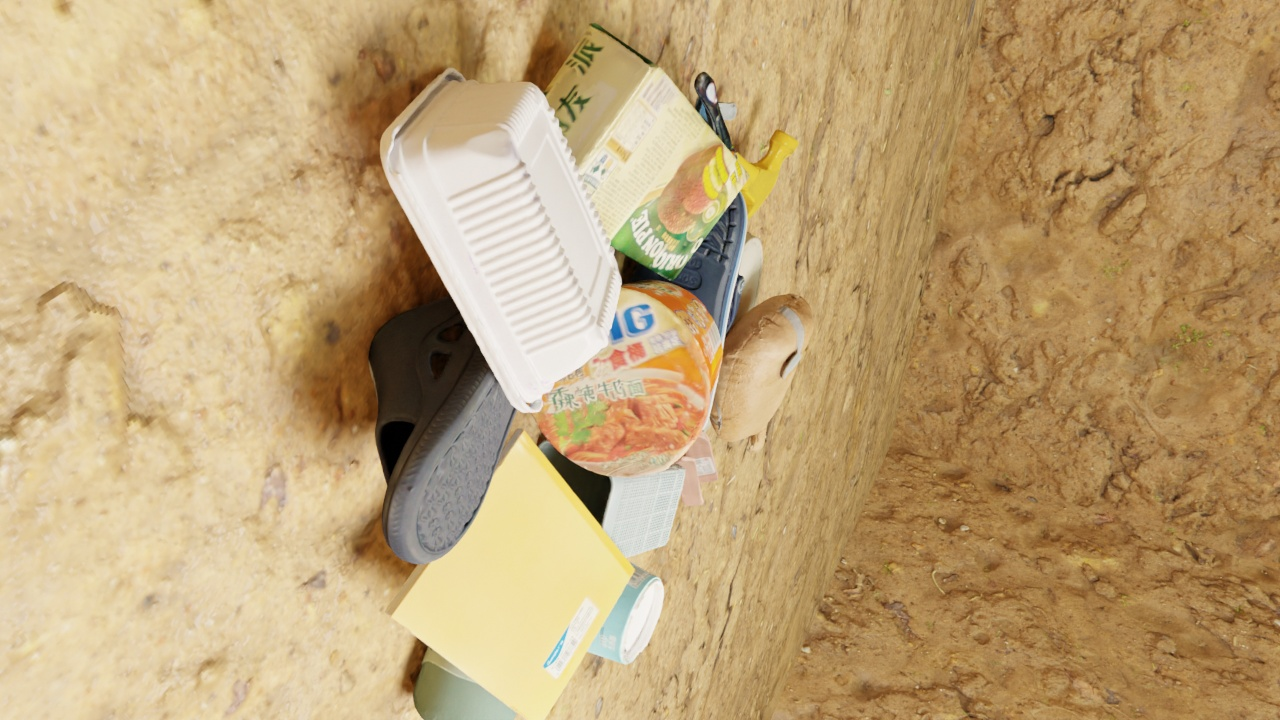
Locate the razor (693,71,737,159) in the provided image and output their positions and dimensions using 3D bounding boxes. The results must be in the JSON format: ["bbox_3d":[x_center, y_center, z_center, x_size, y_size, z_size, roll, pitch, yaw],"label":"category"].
[{"bbox_3d":[0.067,-0.199,0.794,0.042,0.022,0.143,-52,156,-11],"label":"razor"}]

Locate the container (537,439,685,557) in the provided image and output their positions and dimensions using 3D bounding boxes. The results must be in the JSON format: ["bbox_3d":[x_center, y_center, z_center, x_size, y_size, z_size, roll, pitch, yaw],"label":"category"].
[{"bbox_3d":[-0.027,0.119,0.796,0.111,0.090,0.090,1,107,-50],"label":"container"}]

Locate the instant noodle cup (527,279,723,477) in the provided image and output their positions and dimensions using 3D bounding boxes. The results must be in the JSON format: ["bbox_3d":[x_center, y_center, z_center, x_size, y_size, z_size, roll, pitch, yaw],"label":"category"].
[{"bbox_3d":[-0.004,0.004,0.739,0.111,0.151,0.151,-42,144,-66],"label":"instant noodle cup"}]

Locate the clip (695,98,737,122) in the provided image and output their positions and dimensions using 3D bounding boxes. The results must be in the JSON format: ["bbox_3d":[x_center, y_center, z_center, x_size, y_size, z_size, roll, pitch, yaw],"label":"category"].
[{"bbox_3d":[0.069,-0.242,0.887,0.056,0.028,0.024,-24,126,-51],"label":"clip"}]

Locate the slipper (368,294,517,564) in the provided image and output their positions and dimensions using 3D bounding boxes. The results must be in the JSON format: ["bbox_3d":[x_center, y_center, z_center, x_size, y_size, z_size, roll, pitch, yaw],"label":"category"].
[{"bbox_3d":[-0.119,0.014,0.568,0.267,0.083,0.111,-73,174,-55],"label":"slipper"}]

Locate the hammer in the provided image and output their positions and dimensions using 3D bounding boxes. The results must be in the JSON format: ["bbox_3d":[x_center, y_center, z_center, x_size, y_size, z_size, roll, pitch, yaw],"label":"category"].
[{"bbox_3d":[0.069,-0.199,0.869,0.129,0.033,0.300,-59,156,9],"label":"hammer"}]

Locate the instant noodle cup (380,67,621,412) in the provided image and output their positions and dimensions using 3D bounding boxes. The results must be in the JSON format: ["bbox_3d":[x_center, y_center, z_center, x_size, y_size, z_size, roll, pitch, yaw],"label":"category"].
[{"bbox_3d":[-0.063,-0.074,0.514,0.137,0.060,0.173,-80,152,-56],"label":"instant noodle cup"}]

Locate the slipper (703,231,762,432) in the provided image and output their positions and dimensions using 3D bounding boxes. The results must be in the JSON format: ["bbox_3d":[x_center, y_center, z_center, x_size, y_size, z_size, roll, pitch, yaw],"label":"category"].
[{"bbox_3d":[0.079,-0.027,1.021,0.113,0.054,0.275,-47,154,-43],"label":"slipper"}]

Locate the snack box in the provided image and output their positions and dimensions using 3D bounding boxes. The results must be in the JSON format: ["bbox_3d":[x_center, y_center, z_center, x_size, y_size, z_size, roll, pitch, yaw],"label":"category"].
[{"bbox_3d":[-0.001,-0.141,0.685,0.114,0.063,0.239,-53,160,8],"label":"snack box"}]

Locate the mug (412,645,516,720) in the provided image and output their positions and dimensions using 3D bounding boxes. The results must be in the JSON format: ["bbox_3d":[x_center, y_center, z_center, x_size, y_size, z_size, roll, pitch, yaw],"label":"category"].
[{"bbox_3d":[-0.121,0.226,0.716,0.112,0.082,0.106,52,56,-84],"label":"mug"}]

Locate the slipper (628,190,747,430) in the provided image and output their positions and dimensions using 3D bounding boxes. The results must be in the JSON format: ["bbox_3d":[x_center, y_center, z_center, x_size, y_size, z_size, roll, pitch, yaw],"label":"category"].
[{"bbox_3d":[0.037,-0.048,0.850,0.095,0.105,0.253,-17,120,-71],"label":"slipper"}]

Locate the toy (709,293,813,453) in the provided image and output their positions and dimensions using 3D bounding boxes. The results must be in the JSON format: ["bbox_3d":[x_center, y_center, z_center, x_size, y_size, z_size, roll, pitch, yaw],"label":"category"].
[{"bbox_3d":[0.122,0.031,1.000,0.143,0.082,0.227,-32,149,-36],"label":"toy"}]

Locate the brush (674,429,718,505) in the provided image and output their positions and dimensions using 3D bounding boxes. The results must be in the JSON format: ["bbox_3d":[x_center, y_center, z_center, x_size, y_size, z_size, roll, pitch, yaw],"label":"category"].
[{"bbox_3d":[0.052,0.111,1.027,0.146,0.063,0.073,74,10,-61],"label":"brush"}]

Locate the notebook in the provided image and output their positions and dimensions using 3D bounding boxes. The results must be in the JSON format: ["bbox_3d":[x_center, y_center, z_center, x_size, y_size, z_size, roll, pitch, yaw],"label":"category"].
[{"bbox_3d":[-0.079,0.162,0.652,0.145,0.010,0.206,-56,140,-23],"label":"notebook"}]

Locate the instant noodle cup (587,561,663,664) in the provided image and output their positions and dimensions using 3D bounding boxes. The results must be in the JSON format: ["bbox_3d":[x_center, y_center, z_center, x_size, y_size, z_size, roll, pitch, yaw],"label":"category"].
[{"bbox_3d":[-0.048,0.211,0.815,0.111,0.120,0.111,-49,149,-44],"label":"instant noodle cup"}]
